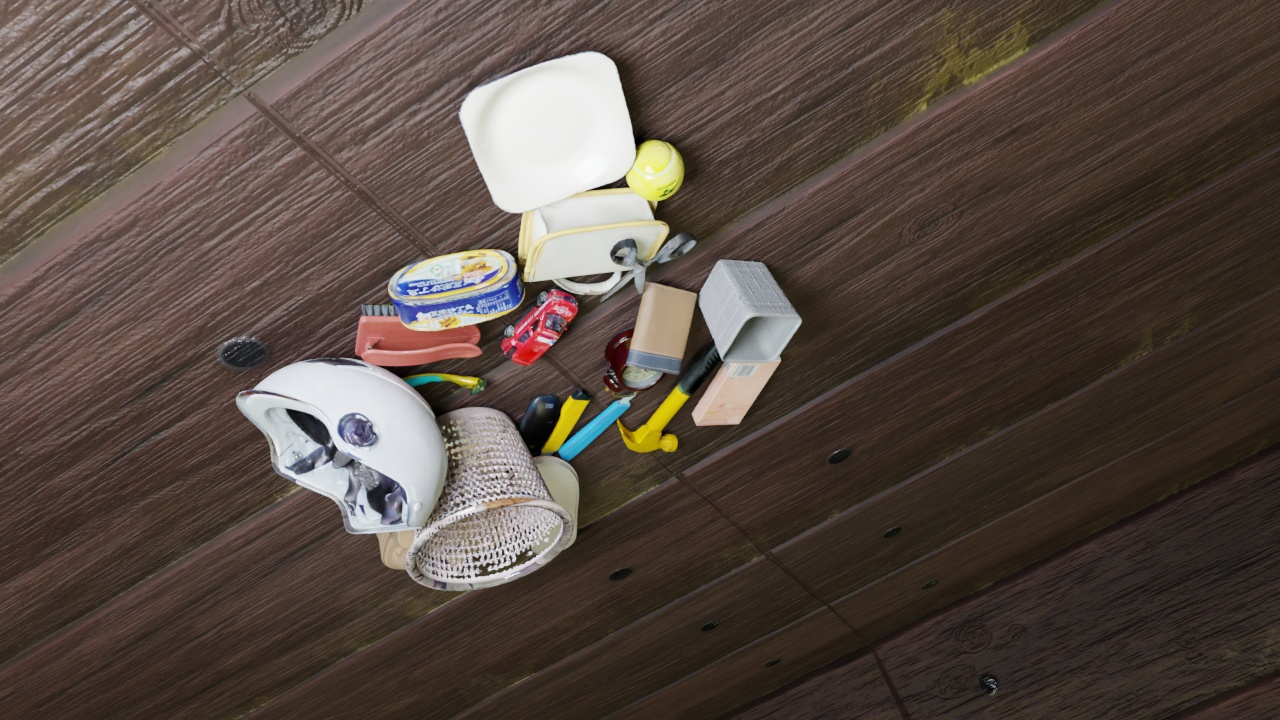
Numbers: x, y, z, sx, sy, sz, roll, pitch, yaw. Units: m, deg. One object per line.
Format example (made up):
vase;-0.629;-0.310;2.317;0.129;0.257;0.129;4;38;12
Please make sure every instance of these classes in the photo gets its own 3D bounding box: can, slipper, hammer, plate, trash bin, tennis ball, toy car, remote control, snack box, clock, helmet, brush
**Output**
can;-0.209;-0.081;1.044;0.148;0.074;0.049;-11;142;-1
slipper;-0.154;0.229;1.491;0.114;0.054;0.275;-16;141;-10
hammer;0.068;0.042;1.390;0.128;0.032;0.302;7;135;-36
plate;-0.093;-0.236;0.939;0.163;0.034;0.164;-19;140;-3
trash bin;-0.226;0.181;1.271;0.227;0.192;0.228;-15;144;-11
tennis ball;0.016;-0.209;1.010;0.065;0.065;0.066;-15;143;-11
toy car;-0.127;-0.041;1.170;0.052;0.045;0.121;17;126;-44
remote control;-0.154;0.101;1.353;0.053;0.024;0.137;-1;139;-28
snack box;0.149;0.044;1.438;0.084;0.026;0.158;0;139;-28
clock;-0.008;0.007;1.283;0.082;0.055;0.122;-2;136;-27
helmet;-0.334;0.086;1.101;0.258;0.145;0.230;47;144;-14
brush;-0.261;-0.027;1.093;0.145;0.069;0.063;-2;140;-26

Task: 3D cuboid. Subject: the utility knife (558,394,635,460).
utility knife;-0.067;0.101;1.405;0.162;0.018;0.034;-41;146;21

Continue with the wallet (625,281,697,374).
wallet;0.028;-0.041;1.213;0.090;0.033;0.115;9;97;-37

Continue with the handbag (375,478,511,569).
handbag;-0.298;0.252;1.404;0.204;0.099;0.148;-13;140;-19

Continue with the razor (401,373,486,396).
razor;-0.269;0.031;1.197;0.132;0.028;0.043;0;171;-32

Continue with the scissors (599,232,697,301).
scissors;-0.001;-0.110;1.095;0.179;0.014;0.159;-25;161;27

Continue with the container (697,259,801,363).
container;0.138;-0.068;1.215;0.090;0.114;0.090;1;138;-29

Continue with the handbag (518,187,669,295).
handbag;-0.065;-0.131;1.086;0.163;0.063;0.179;-8;157;-19

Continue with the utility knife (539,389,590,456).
utility knife;-0.122;0.104;1.381;0.033;0.015;0.193;9;136;-27
